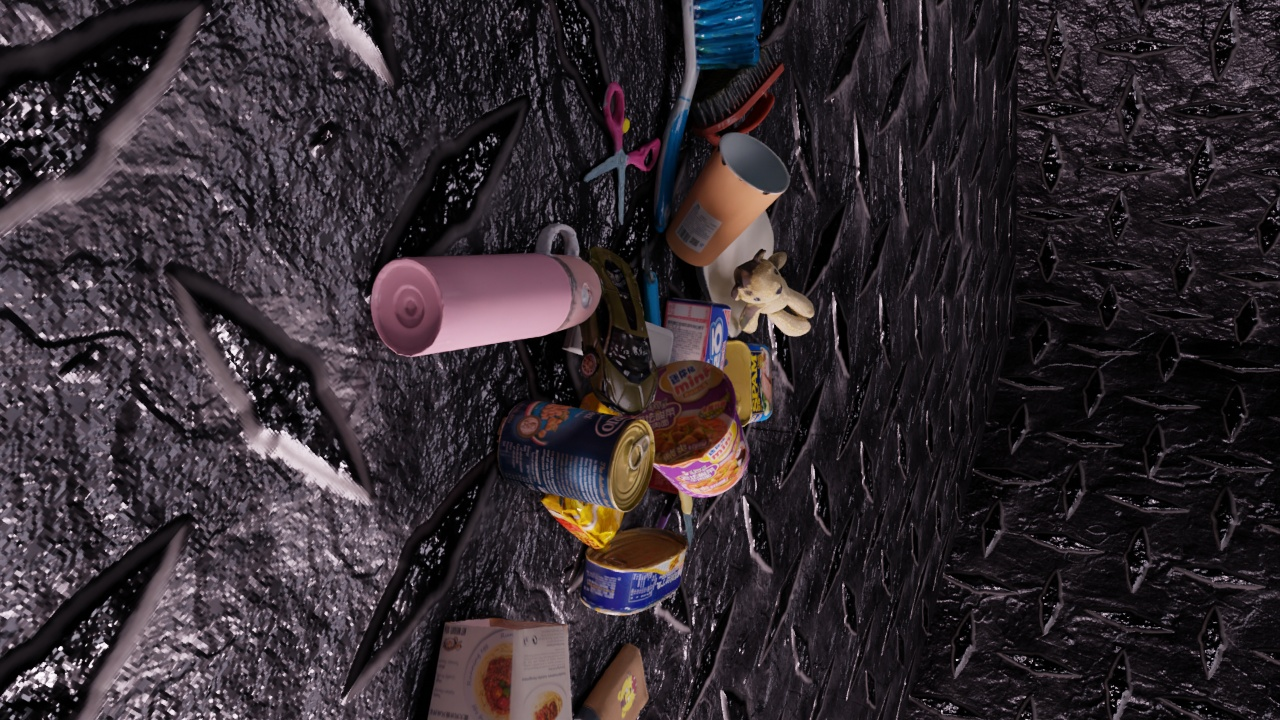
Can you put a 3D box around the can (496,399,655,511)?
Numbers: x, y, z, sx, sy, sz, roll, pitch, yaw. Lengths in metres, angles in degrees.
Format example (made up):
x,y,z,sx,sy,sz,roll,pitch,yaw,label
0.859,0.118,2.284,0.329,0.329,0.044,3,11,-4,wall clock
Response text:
x,y,z,sx,sy,sz,roll,pitch,yaw,label
-0.054,0.077,0.757,0.075,0.111,0.075,-29,123,-58,can

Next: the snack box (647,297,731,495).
x,y,z,sx,sy,sz,roll,pitch,yaw,label
0.052,0.038,0.988,0.057,0.058,0.207,-1,100,-61,snack box

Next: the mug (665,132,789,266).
x,y,z,sx,sy,sz,roll,pitch,yaw,label
0.079,-0.152,0.900,0.078,0.078,0.123,-44,175,-47,mug

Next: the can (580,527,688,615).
x,y,z,sx,sy,sz,roll,pitch,yaw,label
-0.005,0.209,0.921,0.148,0.075,0.049,-5,106,-62,can

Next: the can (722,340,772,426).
x,y,z,sx,sy,sz,roll,pitch,yaw,label
0.120,0.027,1.100,0.083,0.057,0.102,-2,90,-63,can

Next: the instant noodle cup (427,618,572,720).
x,y,z,sx,sy,sz,roll,pitch,yaw,label
-0.110,0.271,0.726,0.116,0.116,0.124,22,66,-60,instant noodle cup

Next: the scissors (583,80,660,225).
x,y,z,sx,sy,sz,roll,pitch,yaw,label
-0.016,-0.190,0.845,0.133,0.017,0.133,-38,135,-51,scissors

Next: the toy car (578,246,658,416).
x,y,z,sx,sy,sz,roll,pitch,yaw,label
-0.022,-0.027,0.786,0.070,0.042,0.158,12,56,-43,toy car

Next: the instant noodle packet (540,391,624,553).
x,y,z,sx,sy,sz,roll,pitch,yaw,label
-0.041,0.100,0.857,0.111,0.044,0.128,54,49,-50,instant noodle packet

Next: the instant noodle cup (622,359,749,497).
x,y,z,sx,sy,sz,roll,pitch,yaw,label
0.050,0.072,0.866,0.111,0.112,0.099,-65,147,-26,instant noodle cup

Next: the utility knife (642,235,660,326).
x,y,z,sx,sy,sz,roll,pitch,yaw,label
0.012,-0.036,0.931,0.034,0.018,0.182,-116,-159,-70,utility knife

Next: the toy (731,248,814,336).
x,y,z,sx,sy,sz,roll,pitch,yaw,label
0.158,-0.072,1.066,0.157,0.066,0.105,30,90,-52,toy

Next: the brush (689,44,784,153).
x,y,z,sx,sy,sz,roll,pitch,yaw,label
0.101,-0.274,0.979,0.145,0.063,0.069,-53,128,-38,brush

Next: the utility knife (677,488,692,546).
x,y,z,sx,sy,sz,roll,pitch,yaw,label
0.040,0.101,0.938,0.030,0.019,0.183,-28,105,-63,utility knife

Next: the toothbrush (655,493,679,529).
x,y,z,sx,sy,sz,roll,pitch,yaw,label
0.047,0.134,1.055,0.017,0.014,0.188,57,50,-41,toothbrush

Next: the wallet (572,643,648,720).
x,y,z,sx,sy,sz,roll,pitch,yaw,label
-0.030,0.370,0.970,0.115,0.033,0.090,-46,135,-51,wallet

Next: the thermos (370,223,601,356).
x,y,z,sx,sy,sz,roll,pitch,yaw,label
-0.102,-0.056,0.676,0.198,0.067,0.087,-15,111,-58,thermos

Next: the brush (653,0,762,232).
x,y,z,sx,sy,sz,roll,pitch,yaw,label
0.063,-0.285,0.896,0.060,0.109,0.314,-18,107,-75,brush

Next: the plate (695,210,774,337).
x,y,z,sx,sy,sz,roll,pitch,yaw,label
0.102,-0.127,1.053,0.164,0.034,0.164,-65,147,-26,plate

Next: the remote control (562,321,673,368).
x,y,z,sx,sy,sz,roll,pitch,yaw,label
-0.018,-0.019,0.851,0.124,0.024,0.049,17,81,-41,remote control
